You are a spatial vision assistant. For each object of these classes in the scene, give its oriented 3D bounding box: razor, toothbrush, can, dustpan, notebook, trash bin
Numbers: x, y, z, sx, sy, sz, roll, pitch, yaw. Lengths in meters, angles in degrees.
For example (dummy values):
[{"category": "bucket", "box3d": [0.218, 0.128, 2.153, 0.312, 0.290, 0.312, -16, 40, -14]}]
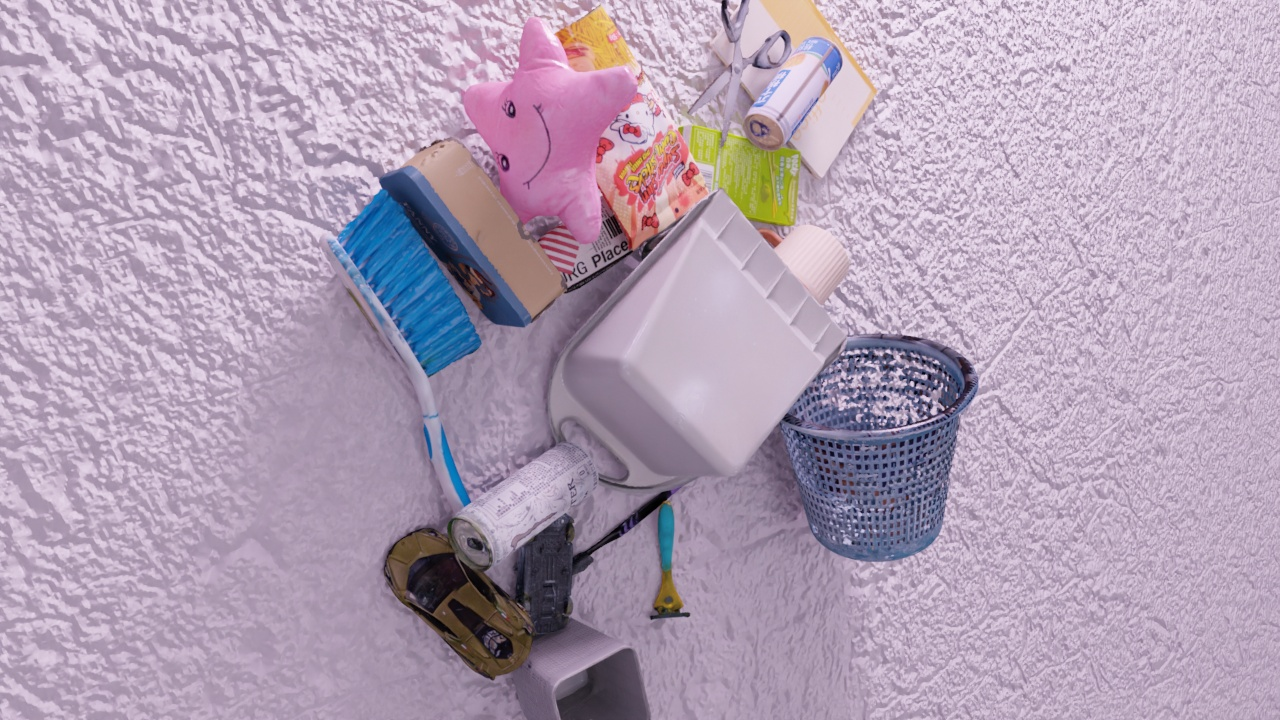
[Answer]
[{"category": "razor", "box3d": [0.029, 0.211, 0.972, 0.043, 0.028, 0.132, -3, 99, -2]}, {"category": "toothbrush", "box3d": [-0.006, 0.166, 0.954, 0.188, 0.017, 0.014, -34, 110, -28]}, {"category": "can", "box3d": [-0.105, 0.131, 0.840, 0.146, 0.058, 0.058, -33, 112, -44]}, {"category": "can", "box3d": [0.163, -0.285, 0.982, 0.053, 0.053, 0.134, 49, 63, -26]}, {"category": "dustpan", "box3d": [0.039, 0.007, 0.908, 0.222, 0.143, 0.257, 45, 64, -22]}, {"category": "notebook", "box3d": [0.178, -0.327, 1.035, 0.206, 0.010, 0.145, 43, 71, -27]}, {"category": "trash bin", "box3d": [0.254, 0.104, 1.017, 0.226, 0.227, 0.195, -25, 120, -29]}]

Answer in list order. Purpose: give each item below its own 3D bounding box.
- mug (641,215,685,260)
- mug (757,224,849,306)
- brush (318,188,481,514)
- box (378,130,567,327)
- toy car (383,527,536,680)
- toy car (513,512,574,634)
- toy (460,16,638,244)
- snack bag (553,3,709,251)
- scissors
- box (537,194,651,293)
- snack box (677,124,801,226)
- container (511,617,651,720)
[{"category": "mug", "box3d": [0.063, -0.096, 0.942, 0.106, 0.082, 0.111, 53, 38, -21]}, {"category": "mug", "box3d": [0.157, -0.096, 1.007, 0.114, 0.082, 0.105, 42, 67, 3]}, {"category": "brush", "box3d": [-0.183, 0.012, 0.808, 0.109, 0.061, 0.314, -38, 115, -19]}, {"category": "box", "box3d": [-0.147, -0.113, 0.796, 0.060, 0.090, 0.184, -48, 114, -20]}, {"category": "toy car", "box3d": [-0.163, 0.219, 0.824, 0.158, 0.042, 0.070, 45, 80, -8]}, {"category": "toy car", "box3d": [-0.094, 0.203, 0.887, 0.054, 0.037, 0.120, 5, 87, -30]}, {"category": "toy", "box3d": [-0.092, -0.191, 0.800, 0.074, 0.178, 0.195, -25, 140, -51]}, {"category": "snack bag", "box3d": [-0.019, -0.220, 0.868, 0.128, 0.073, 0.208, -44, 110, -35]}, {"category": "scissors", "box3d": [0.103, -0.313, 0.965, 0.177, 0.014, 0.159, -23, 102, -34]}, {"category": "box", "box3d": [-0.038, -0.125, 0.898, 0.164, 0.056, 0.070, -35, 124, -26]}, {"category": "snack box", "box3d": [0.106, -0.197, 0.989, 0.156, 0.026, 0.086, 3, 92, -33]}, {"category": "container", "box3d": [-0.063, 0.307, 0.869, 0.090, 0.114, 0.090, -19, 104, -30]}]
